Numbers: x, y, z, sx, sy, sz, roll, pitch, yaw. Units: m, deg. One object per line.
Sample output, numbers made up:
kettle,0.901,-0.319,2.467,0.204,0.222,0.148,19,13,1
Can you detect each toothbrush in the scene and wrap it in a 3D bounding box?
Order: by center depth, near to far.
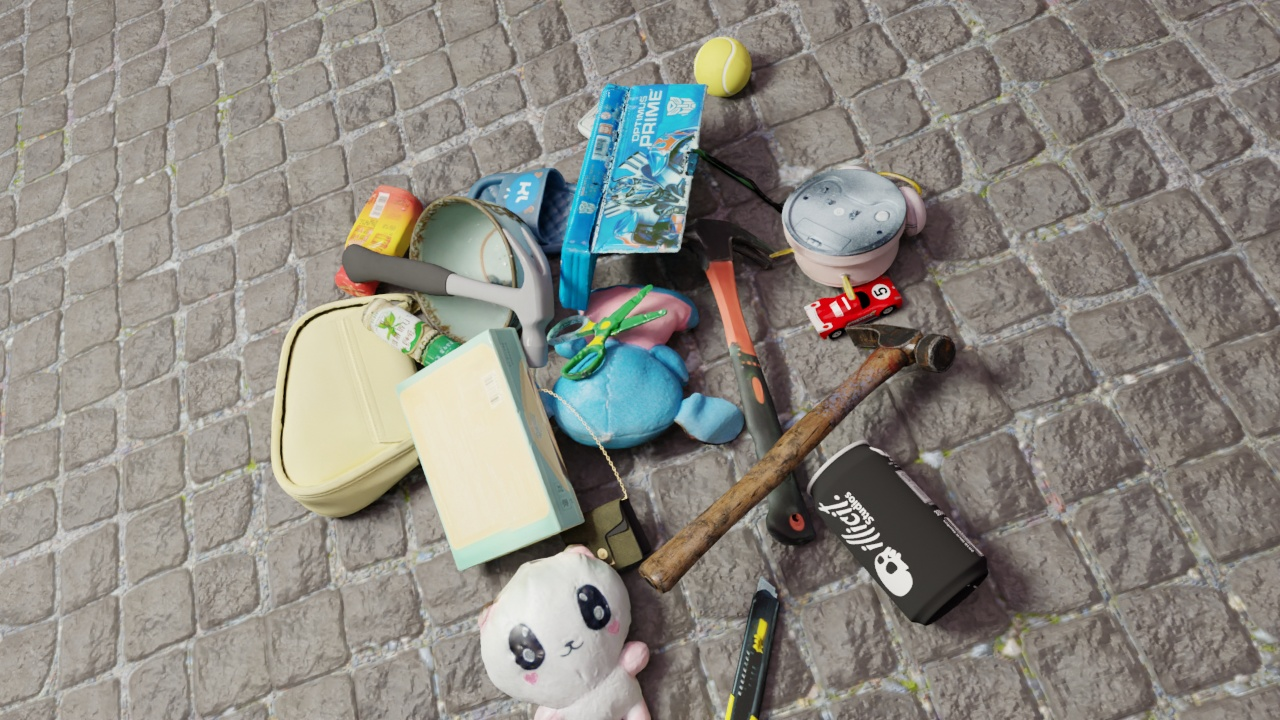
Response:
toothbrush,0.107,-0.204,1.008,0.017,0.014,0.188,-39,61,-20

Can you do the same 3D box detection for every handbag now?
handbag,-0.059,0.110,0.845,0.084,0.027,0.178,-26,87,27
handbag,-0.303,0.042,0.977,0.190,0.089,0.232,-16,61,-9

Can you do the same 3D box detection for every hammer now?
hammer,0.124,0.077,0.794,0.329,0.033,0.120,-40,24,-18
hammer,0.103,0.012,0.873,0.133,0.033,0.332,-2,67,-25
hammer,-0.206,-0.085,0.934,0.311,0.029,0.125,15,108,36

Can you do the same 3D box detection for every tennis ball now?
tennis ball,0.094,-0.333,1.042,0.065,0.065,0.065,-6,64,13

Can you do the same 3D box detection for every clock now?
clock,0.213,-0.140,0.910,0.117,0.059,0.157,32,67,32

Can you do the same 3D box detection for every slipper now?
slipper,-0.103,-0.166,1.025,0.214,0.059,0.103,11,71,18

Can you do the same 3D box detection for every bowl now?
bowl,-0.157,-0.098,0.974,0.160,0.093,0.160,12,110,35

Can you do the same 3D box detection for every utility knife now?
utility knife,0.094,0.271,0.785,0.029,0.020,0.173,8,67,17

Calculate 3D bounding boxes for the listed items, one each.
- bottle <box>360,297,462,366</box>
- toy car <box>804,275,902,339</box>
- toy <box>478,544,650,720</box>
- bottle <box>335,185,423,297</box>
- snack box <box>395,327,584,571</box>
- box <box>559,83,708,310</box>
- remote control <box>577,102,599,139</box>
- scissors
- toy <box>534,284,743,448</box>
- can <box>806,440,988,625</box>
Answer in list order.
bottle,-0.237,-0.025,0.954,0.110,0.043,0.042,32,76,9
toy car,0.209,-0.054,0.900,0.089,0.025,0.038,-25,61,3
toy,-0.058,0.257,0.798,0.138,0.101,0.179,-31,80,-14
bottle,-0.308,-0.137,1.075,0.071,0.048,0.134,15,70,22
snack box,-0.146,0.085,0.860,0.142,0.044,0.193,-27,80,34
box,-0.005,-0.172,0.928,0.114,0.114,0.242,10,55,0
remote control,-0.015,-0.253,1.060,0.050,0.022,0.133,-45,62,-8
scissors,-0.036,-0.034,0.874,0.130,0.012,0.112,-45,44,-15
toy,-0.005,0.005,0.903,0.224,0.099,0.191,6,56,11
can,0.214,0.144,0.774,0.080,0.080,0.146,-38,61,-4
